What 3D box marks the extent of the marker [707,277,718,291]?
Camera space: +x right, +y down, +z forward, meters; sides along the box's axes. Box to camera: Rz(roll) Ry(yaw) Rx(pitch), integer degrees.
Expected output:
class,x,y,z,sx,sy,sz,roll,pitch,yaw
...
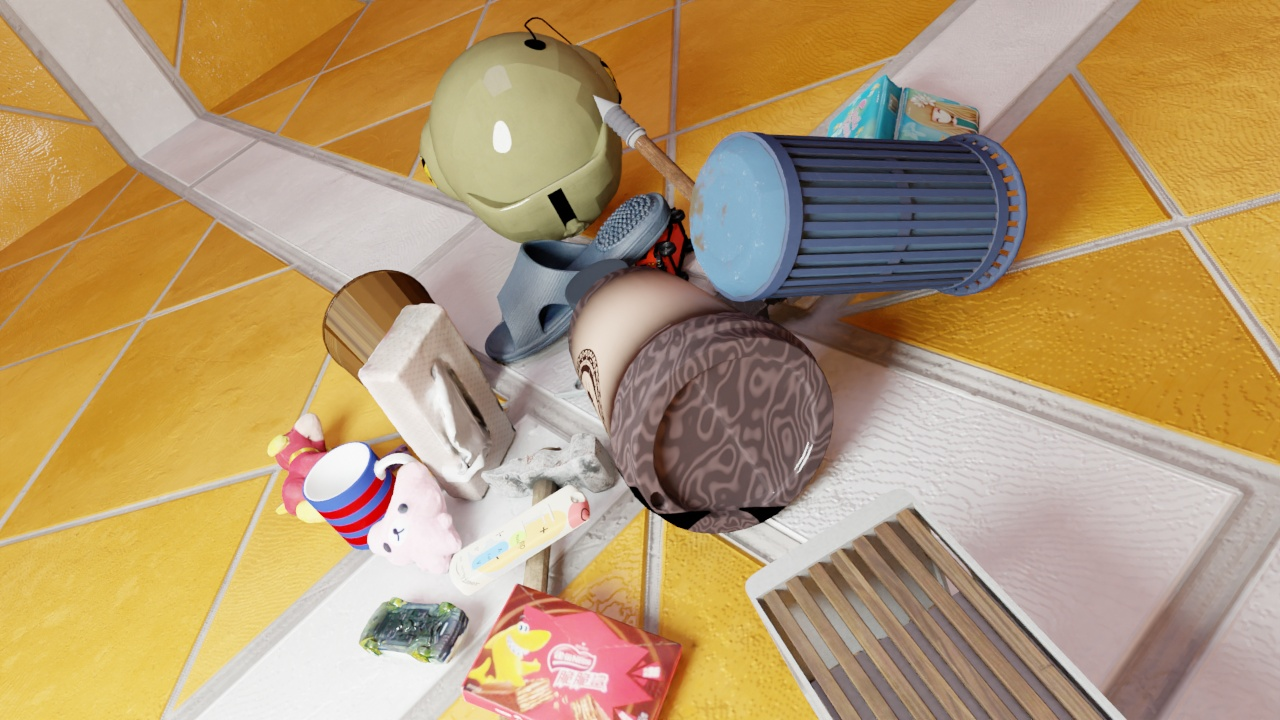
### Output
class,x,y,z,sx,sy,sz,roll,pitch,yaw
marker,0.116,-0.121,0.976,0.025,0.025,0.125,16,55,43

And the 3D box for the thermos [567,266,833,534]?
class,x,y,z,sx,sy,sz,roll,pitch,yaw
thermos,0.032,0.015,0.763,0.172,0.173,0.226,-33,30,-6

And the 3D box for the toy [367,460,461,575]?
class,x,y,z,sx,sy,sz,roll,pitch,yaw
toy,-0.200,0.153,0.831,0.096,0.052,0.099,35,104,28

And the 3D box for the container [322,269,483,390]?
class,x,y,z,sx,sy,sz,roll,pitch,yaw
container,-0.255,-0.007,1.003,0.132,0.132,0.167,-39,44,-14

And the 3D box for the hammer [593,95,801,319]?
class,x,y,z,sx,sy,sz,roll,pitch,yaw
hammer,0.050,-0.173,0.928,0.156,0.043,0.322,-40,68,-3

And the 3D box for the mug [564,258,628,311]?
class,x,y,z,sx,sy,sz,roll,pitch,yaw
mug,-0.014,-0.056,0.938,0.105,0.077,0.071,-12,40,20

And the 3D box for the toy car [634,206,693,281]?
class,x,y,z,sx,sy,sz,roll,pitch,yaw
toy car,0.027,-0.120,1.009,0.049,0.051,0.100,-7,42,23

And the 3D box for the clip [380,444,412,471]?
class,x,y,z,sx,sy,sz,roll,pitch,yaw
clip,-0.265,0.106,0.965,0.053,0.013,0.037,-26,38,0

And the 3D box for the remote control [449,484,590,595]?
class,x,y,z,sx,sy,sz,roll,pitch,yaw
remote control,-0.097,0.144,0.739,0.125,0.018,0.038,-33,38,2

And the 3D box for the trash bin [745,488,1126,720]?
class,x,y,z,sx,sy,sz,roll,pitch,yaw
trash bin,0.170,0.200,0.494,0.114,0.114,0.228,-31,37,-3

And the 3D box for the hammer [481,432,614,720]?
class,x,y,z,sx,sy,sz,roll,pitch,yaw
hammer,-0.086,0.192,0.729,0.122,0.049,0.318,-19,40,17

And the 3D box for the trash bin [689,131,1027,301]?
class,x,y,z,sx,sy,sz,roll,pitch,yaw
trash bin,0.172,-0.117,0.747,0.249,0.139,0.139,-5,28,-27

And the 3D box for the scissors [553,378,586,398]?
class,x,y,z,sx,sy,sz,roll,pitch,yaw
scissors,-0.011,-0.003,0.928,0.171,0.014,0.090,-45,41,-17

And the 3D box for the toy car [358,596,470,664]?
class,x,y,z,sx,sy,sz,roll,pitch,yaw
toy car,-0.185,0.225,0.758,0.106,0.033,0.047,-5,45,34

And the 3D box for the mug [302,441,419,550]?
class,x,y,z,sx,sy,sz,roll,pitch,yaw
mug,-0.255,0.125,0.882,0.112,0.076,0.074,-19,38,12

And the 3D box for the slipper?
class,x,y,z,sx,sy,sz,roll,pitch,yaw
slipper,-0.086,-0.101,0.995,0.264,0.082,0.101,-40,35,11

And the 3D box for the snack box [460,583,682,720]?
class,x,y,z,sx,sy,sz,roll,pitch,yaw
snack box,-0.047,0.220,0.646,0.133,0.021,0.089,16,52,15

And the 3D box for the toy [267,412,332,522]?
class,x,y,z,sx,sy,sz,roll,pitch,yaw
toy,-0.344,0.121,0.964,0.105,0.067,0.137,-46,49,-10

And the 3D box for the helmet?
class,x,y,z,sx,sy,sz,roll,pitch,yaw
helmet,-0.128,-0.250,1.072,0.250,0.256,0.232,-28,35,1

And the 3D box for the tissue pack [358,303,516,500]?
class,x,y,z,sx,sy,sz,roll,pitch,yaw
tissue pack,-0.173,0.046,0.837,0.071,0.181,0.103,2,46,22

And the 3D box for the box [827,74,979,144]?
class,x,y,z,sx,sy,sz,roll,pitch,yaw
box,0.259,-0.213,0.954,0.173,0.083,0.226,-6,42,27
